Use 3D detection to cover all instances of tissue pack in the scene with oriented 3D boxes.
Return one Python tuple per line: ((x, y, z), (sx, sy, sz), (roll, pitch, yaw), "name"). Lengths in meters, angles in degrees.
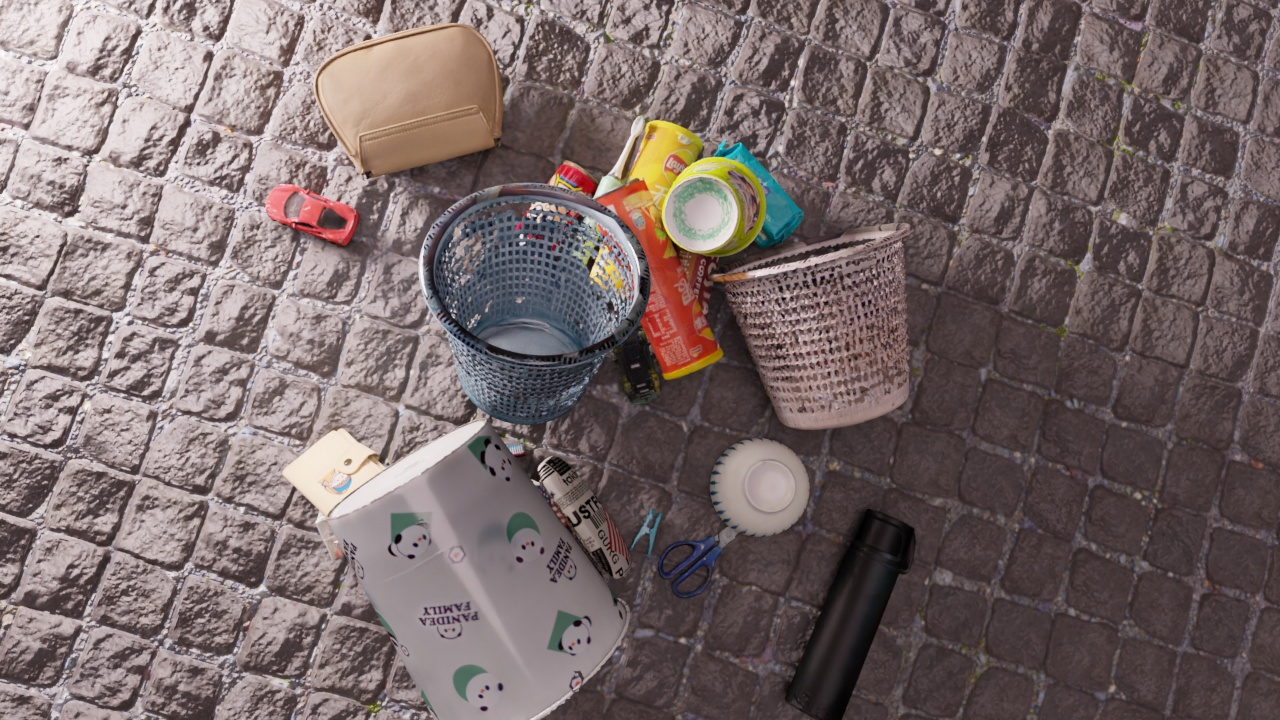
((0.129, -0.194, 1.078), (0.050, 0.093, 0.133), (-41, 91, -3), "tissue pack")

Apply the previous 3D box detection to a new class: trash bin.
((-0.170, 0.212, 0.930), (0.229, 0.229, 0.252), (-31, 99, -7), "trash bin")
((0.208, -0.034, 1.026), (0.227, 0.227, 0.192), (-16, 100, -7), "trash bin")
((-0.118, -0.040, 0.973), (0.226, 0.196, 0.226), (5, 57, -9), "trash bin")

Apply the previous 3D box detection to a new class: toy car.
((-0.381, -0.170, 1.060), (0.106, 0.031, 0.049), (21, 83, -2), "toy car")
((-0.006, 0.006, 1.078), (0.043, 0.036, 0.091), (-15, 88, -5), "toy car")

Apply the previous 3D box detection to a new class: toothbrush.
((-0.046, -0.180, 1.068), (0.026, 0.027, 0.224), (26, 98, 2), "toothbrush")
((-0.225, 0.122, 1.060), (0.187, 0.016, 0.017), (-11, 78, -6), "toothbrush")

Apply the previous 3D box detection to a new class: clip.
((0.008, 0.202, 1.077), (0.039, 0.014, 0.056), (22, 83, -4), "clip")

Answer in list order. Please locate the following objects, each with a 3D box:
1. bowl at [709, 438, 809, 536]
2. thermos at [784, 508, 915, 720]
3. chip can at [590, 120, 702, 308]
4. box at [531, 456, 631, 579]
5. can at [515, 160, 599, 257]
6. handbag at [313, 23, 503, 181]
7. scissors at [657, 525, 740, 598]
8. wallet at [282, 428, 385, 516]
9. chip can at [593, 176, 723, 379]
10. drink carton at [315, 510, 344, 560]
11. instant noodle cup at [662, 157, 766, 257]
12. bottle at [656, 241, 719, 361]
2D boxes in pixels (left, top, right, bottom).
((0.143, 0.146, 1.061), (0.116, 0.066, 0.116), (1, 80, -5), "bowl")
((0.255, 0.300, 1.069), (0.090, 0.068, 0.242), (29, 83, -25), "thermos")
((0.004, -0.169, 1.076), (0.072, 0.072, 0.213), (21, 85, -4), "chip can")
((-0.086, 0.195, 1.053), (0.088, 0.076, 0.162), (-33, 93, 17), "box")
((-0.107, -0.166, 1.073), (0.053, 0.053, 0.132), (36, 83, -2), "can")
((-0.258, -0.296, 1.050), (0.204, 0.100, 0.148), (-15, 95, -6), "handbag")
((0.104, 0.221, 1.086), (0.174, 0.012, 0.108), (-14, 85, -7), "scissors")
((-0.330, 0.128, 1.017), (0.115, 0.024, 0.087), (32, 62, 30), "wallet")
((0.015, -0.088, 1.004), (0.073, 0.073, 0.216), (-26, 97, -7), "chip can")
((-0.294, 0.176, 1.028), (0.122, 0.045, 0.053), (-18, 107, -5), "drink carton")
((0.073, -0.161, 0.980), (0.112, 0.123, 0.112), (3, 102, 12), "instant noodle cup")
((0.055, -0.080, 1.080), (0.057, 0.057, 0.175), (12, 85, -4), "bottle")
